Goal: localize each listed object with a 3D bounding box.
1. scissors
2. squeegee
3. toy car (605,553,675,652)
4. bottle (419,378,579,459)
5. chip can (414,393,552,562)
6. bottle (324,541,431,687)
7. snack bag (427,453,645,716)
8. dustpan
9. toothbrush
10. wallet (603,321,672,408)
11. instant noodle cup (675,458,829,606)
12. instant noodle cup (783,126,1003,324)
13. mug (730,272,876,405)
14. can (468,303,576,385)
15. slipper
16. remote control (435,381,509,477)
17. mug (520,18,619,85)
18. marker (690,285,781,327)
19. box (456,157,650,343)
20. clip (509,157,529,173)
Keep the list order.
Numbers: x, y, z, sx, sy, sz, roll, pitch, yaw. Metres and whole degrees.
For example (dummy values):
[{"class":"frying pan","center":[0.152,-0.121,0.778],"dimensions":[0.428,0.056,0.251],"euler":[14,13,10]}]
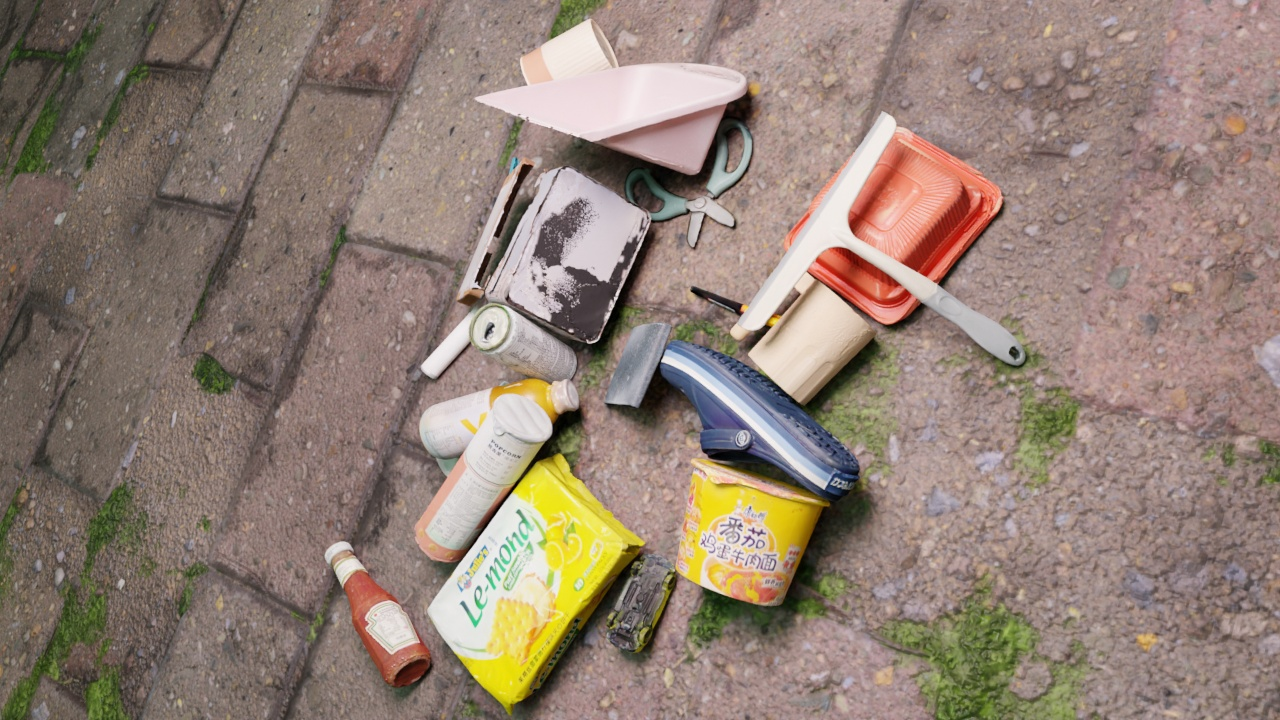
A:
[{"class":"scissors","center":[0.068,-0.225,1.101],"dimensions":[0.170,0.019,0.178],"euler":[34,89,34]},{"class":"squeegee","center":[0.261,-0.067,0.862],"dimensions":[0.246,0.039,0.246],"euler":[35,92,2]},{"class":"toy car","center":[0.003,0.254,0.961],"dimensions":[0.048,0.032,0.105],"euler":[15,69,31]},{"class":"bottle","center":[-0.164,0.064,1.072],"dimensions":[0.190,0.068,0.068],"euler":[-16,66,16]},{"class":"chip can","center":[-0.181,0.137,1.033],"dimensions":[0.215,0.071,0.071],"euler":[-54,55,28]},{"class":"bottle","center":[-0.323,0.299,1.103],"dimensions":[0.060,0.059,0.206],"euler":[-50,56,4]},{"class":"snack bag","center":[-0.115,0.244,1.005],"dimensions":[0.158,0.068,0.246],"euler":[38,93,32]},{"class":"dustpan","center":[-0.018,-0.311,1.053],"dimensions":[0.223,0.272,0.139],"euler":[30,106,42]},{"class":"toothbrush","center":[-0.201,-0.063,1.181],"dimensions":[0.026,0.026,0.221],"euler":[45,97,9]},{"class":"wallet","center":[-0.006,0.006,1.018],"dimensions":[0.097,0.019,0.121],"euler":[-67,15,-7]},{"class":"instant noodle cup","center":[0.100,0.166,0.886],"dimensions":[0.138,0.138,0.110],"euler":[17,89,31]},{"class":"instant noodle cup","center":[0.255,-0.152,0.941],"dimensions":[0.164,0.079,0.189],"euler":[40,89,29]},{"class":"mug","center":[0.162,-0.030,0.945],"dimensions":[0.103,0.084,0.124],"euler":[-48,55,8]},{"class":"can","center":[-0.133,-0.015,1.057],"dimensions":[0.058,0.146,0.058],"euler":[-10,68,25]},{"class":"slipper","center":[0.111,0.068,0.921],"dimensions":[0.253,0.105,0.095],"euler":[39,102,41]},{"class":"remote control","center":[-0.195,0.090,1.129],"dimensions":[0.135,0.019,0.056],"euler":[-45,60,7]},{"class":"mug","center":[-0.092,-0.395,1.215],"dimensions":[0.106,0.082,0.114],"euler":[-24,34,17]},{"class":"marker","center":[0.106,-0.061,1.023],"dimensions":[0.124,0.018,0.015],"euler":[25,86,33]},{"class":"box","center":[-0.121,-0.128,1.114],"dimensions":[0.183,0.157,0.193],"euler":[-66,24,-6]},{"class":"clip","center":[-0.168,-0.248,1.235],"dimensions":[0.050,0.015,0.056],"euler":[9,76,28]}]
